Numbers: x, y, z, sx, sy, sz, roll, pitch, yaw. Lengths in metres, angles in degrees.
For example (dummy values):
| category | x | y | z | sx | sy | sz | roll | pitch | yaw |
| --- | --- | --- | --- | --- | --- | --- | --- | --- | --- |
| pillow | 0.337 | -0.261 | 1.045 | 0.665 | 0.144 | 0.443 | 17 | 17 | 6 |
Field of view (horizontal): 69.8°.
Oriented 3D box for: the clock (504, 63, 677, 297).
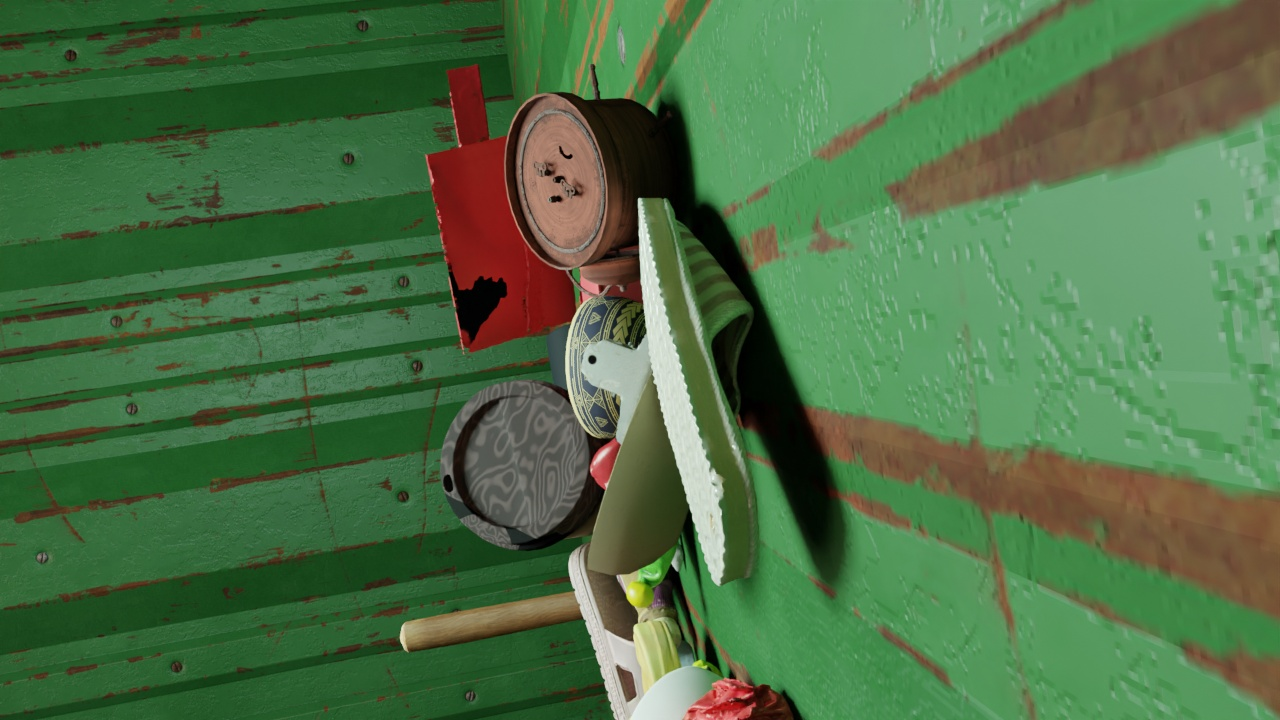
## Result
| category | x | y | z | sx | sy | sz | roll | pitch | yaw |
| --- | --- | --- | --- | --- | --- | --- | --- | --- | --- |
| clock | -0.036 | -0.115 | 0.647 | 0.120 | 0.072 | 0.158 | 41 | 133 | 34 |

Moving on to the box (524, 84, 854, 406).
| category | x | y | z | sx | sy | sz | roll | pitch | yaw |
| --- | --- | --- | --- | --- | --- | --- | --- | --- | --- |
| box | 0.070 | -0.110 | 0.860 | 0.197 | 0.351 | 0.217 | -119 | 22 | -56 |

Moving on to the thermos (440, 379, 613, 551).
| category | x | y | z | sx | sy | sz | roll | pitch | yaw |
| --- | --- | --- | --- | --- | --- | --- | --- | --- | --- |
| thermos | -0.093 | 0.122 | 1.007 | 0.226 | 0.173 | 0.172 | 36 | -139 | -69 |

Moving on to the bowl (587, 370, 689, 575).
| category | x | y | z | sx | sy | sz | roll | pitch | yaw |
| --- | --- | --- | --- | --- | --- | --- | --- | --- | --- |
| bowl | 0.014 | 0.077 | 0.621 | 0.152 | 0.050 | 0.152 | 21 | -92 | -84 |

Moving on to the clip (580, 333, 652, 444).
| category | x | y | z | sx | sy | sz | roll | pitch | yaw |
| --- | --- | --- | --- | --- | --- | --- | --- | --- | --- |
| clip | -0.009 | 0.007 | 0.661 | 0.056 | 0.056 | 0.102 | 24 | 99 | 38 |

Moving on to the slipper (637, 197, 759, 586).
| category | x | y | z | sx | sy | sz | roll | pitch | yaw |
| --- | --- | --- | --- | --- | --- | --- | --- | --- | --- |
| slipper | 0.036 | 0.003 | 0.511 | 0.262 | 0.052 | 0.115 | -102 | 6 | -47 |

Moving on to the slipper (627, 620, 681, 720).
| category | x | y | z | sx | sy | sz | roll | pitch | yaw |
| --- | --- | --- | --- | --- | --- | --- | --- | --- | --- |
| slipper | 0.008 | 0.354 | 0.807 | 0.099 | 0.078 | 0.263 | -132 | 34 | -70 |

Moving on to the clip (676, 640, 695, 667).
| category | x | y | z | sx | sy | sz | roll | pitch | yaw |
| --- | --- | --- | --- | --- | --- | --- | --- | --- | --- |
| clip | 0.054 | 0.316 | 0.819 | 0.163 | 0.028 | 0.112 | -122 | 24 | -66 |

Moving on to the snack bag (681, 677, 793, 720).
| category | x | y | z | sx | sy | sz | roll | pitch | yaw |
| --- | --- | --- | --- | --- | --- | --- | --- | --- | --- |
| snack bag | 0.060 | 0.278 | 0.548 | 0.082 | 0.082 | 0.176 | -158 | 60 | -81 |

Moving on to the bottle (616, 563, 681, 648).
| category | x | y | z | sx | sy | sz | roll | pitch | yaw |
| --- | --- | --- | --- | --- | --- | --- | --- | --- | --- |
| bottle | 0.007 | 0.218 | 0.922 | 0.166 | 0.059 | 0.060 | -110 | 13 | -52 |

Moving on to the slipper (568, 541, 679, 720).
| category | x | y | z | sx | sy | sz | roll | pitch | yaw |
| --- | --- | --- | --- | --- | --- | --- | --- | --- | --- |
| slipper | 0.002 | 0.291 | 0.937 | 0.094 | 0.065 | 0.239 | 5 | -123 | -58 |

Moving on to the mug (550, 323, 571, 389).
| category | x | y | z | sx | sy | sz | roll | pitch | yaw |
| --- | --- | --- | --- | --- | --- | --- | --- | --- | --- |
| mug | -0.056 | 0.016 | 1.104 | 0.121 | 0.085 | 0.094 | 29 | -133 | -64 |

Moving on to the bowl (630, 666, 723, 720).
| category | x | y | z | sx | sy | sz | roll | pitch | yaw |
| --- | --- | --- | --- | --- | --- | --- | --- | --- | --- |
| bowl | 0.044 | 0.270 | 0.618 | 0.051 | 0.114 | 0.115 | 0 | 100 | 46 |

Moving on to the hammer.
| category | x | y | z | sx | sy | sz | roll | pitch | yaw |
| --- | --- | --- | --- | --- | --- | --- | --- | --- | --- |
| hammer | -0.126 | 0.292 | 1.063 | 0.158 | 0.300 | 0.037 | 124 | 137 | -79 |

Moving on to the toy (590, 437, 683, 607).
| category | x | y | z | sx | sy | sz | roll | pitch | yaw |
| --- | --- | --- | --- | --- | --- | --- | --- | --- | --- |
| toy | -0.001 | 0.143 | 0.816 | 0.131 | 0.096 | 0.124 | 54 | 167 | 16 |

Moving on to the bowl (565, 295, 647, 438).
| category | x | y | z | sx | sy | sz | roll | pitch | yaw |
| --- | --- | --- | --- | --- | --- | --- | --- | --- | --- |
| bowl | -0.004 | 0.004 | 0.716 | 0.112 | 0.061 | 0.112 | -2 | -90 | -65 |

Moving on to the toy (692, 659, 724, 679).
| category | x | y | z | sx | sy | sz | roll | pitch | yaw |
| --- | --- | --- | --- | --- | --- | --- | --- | --- | --- |
| toy | 0.057 | 0.276 | 0.728 | 0.093 | 0.036 | 0.094 | -129 | 24 | -81 |
